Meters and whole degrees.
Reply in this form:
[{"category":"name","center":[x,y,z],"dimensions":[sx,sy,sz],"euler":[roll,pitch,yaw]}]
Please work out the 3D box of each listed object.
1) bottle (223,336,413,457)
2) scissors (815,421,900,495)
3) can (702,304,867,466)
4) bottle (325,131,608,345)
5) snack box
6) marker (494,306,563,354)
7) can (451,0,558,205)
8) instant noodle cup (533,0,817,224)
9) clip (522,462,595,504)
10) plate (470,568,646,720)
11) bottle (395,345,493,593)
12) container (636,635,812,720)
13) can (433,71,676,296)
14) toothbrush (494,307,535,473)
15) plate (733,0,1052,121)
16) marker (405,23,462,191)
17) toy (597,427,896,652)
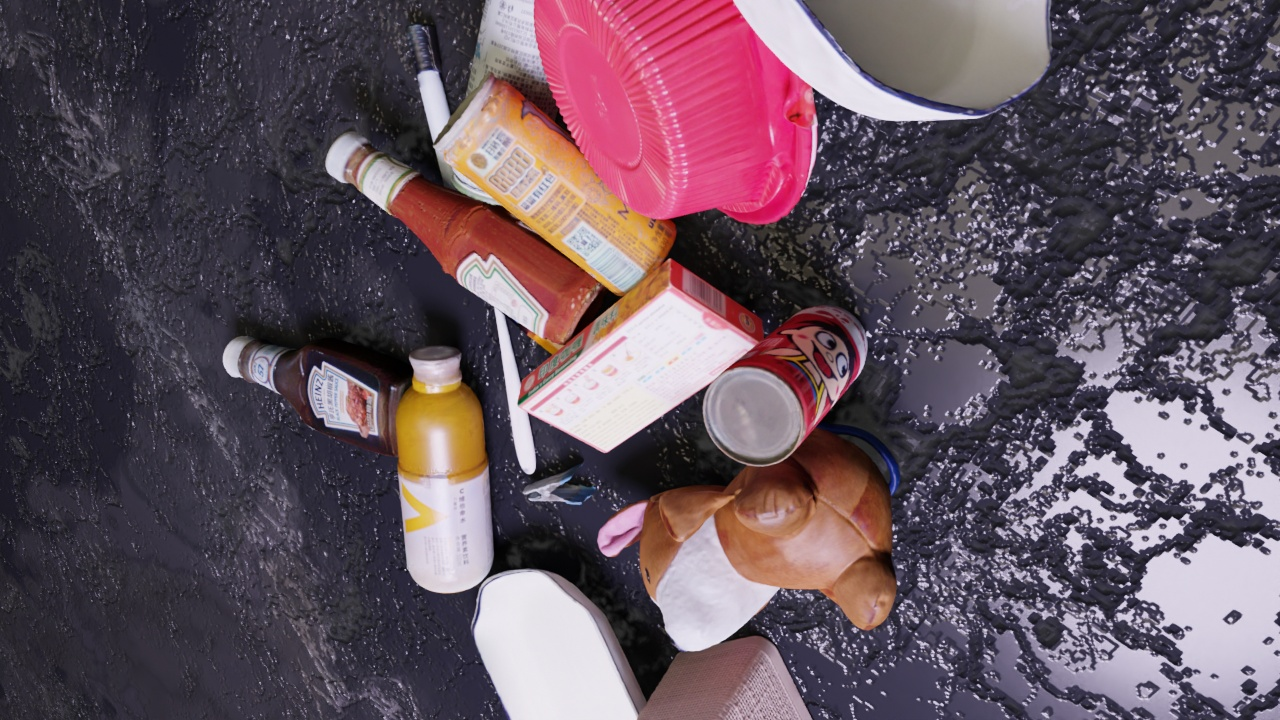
[{"category":"bottle","center":[-0.261,0.019,0.752],"dimensions":[0.195,0.043,0.080],"euler":[16,113,24]},{"category":"scissors","center":[0.083,0.043,0.591],"dimensions":[0.174,0.012,0.125],"euler":[21,117,23]},{"category":"can","center":[0.084,0.009,0.505],"dimensions":[0.053,0.132,0.053],"euler":[10,112,26]},{"category":"bottle","center":[-0.118,-0.086,0.612],"dimensions":[0.206,0.059,0.060],"euler":[33,120,6]},{"category":"snack box","center":[-0.003,0.003,0.584],"dimensions":[0.077,0.027,0.156],"euler":[30,134,-27]},{"category":"marker","center":[-0.083,-0.033,0.641],"dimensions":[0.124,0.015,0.018],"euler":[38,107,1]},{"category":"can","center":[-0.077,-0.174,0.573],"dimensions":[0.058,0.058,0.147],"euler":[28,119,17]},{"category":"instant noodle cup","center":[0.004,-0.145,0.472],"dimensions":[0.194,0.065,0.194],"euler":[53,165,21]},{"category":"clip","center":[-0.063,0.094,0.682],"dimensions":[0.058,0.027,0.045],"euler":[-15,107,35]},{"category":"plate","center":[-0.040,0.278,0.710],"dimensions":[0.162,0.034,0.265],"euler":[-26,89,44]},{"category":"bottle","center":[-0.150,0.083,0.698],"dimensions":[0.068,0.067,0.190],"euler":[10,112,25]},{"category":"container","center":[0.051,0.262,0.627],"dimensions":[0.090,0.110,0.090],"euler":[-24,95,33]},{"category":"can","center":[-0.048,-0.102,0.548],"dimensions":[0.146,0.058,0.058],"euler":[37,126,-22]},{"category":"toothbrush","center":[-0.099,0.001,0.672],"dimensions":[0.016,0.016,0.180],"euler":[0,108,31]},{"category":"plate","center":[0.100,-0.196,0.396],"dimensions":[0.046,0.204,0.205],"euler":[-20,98,56]},{"category":"marker","center":[-0.137,-0.165,0.633],"dimensions":[0.023,0.018,0.131],"euler":[-6,104,31]},{"category":"toy","center":[0.062,0.122,0.563],"dimensions":[0.140,0.130,0.200],"euler":[45,145,-14]}]
